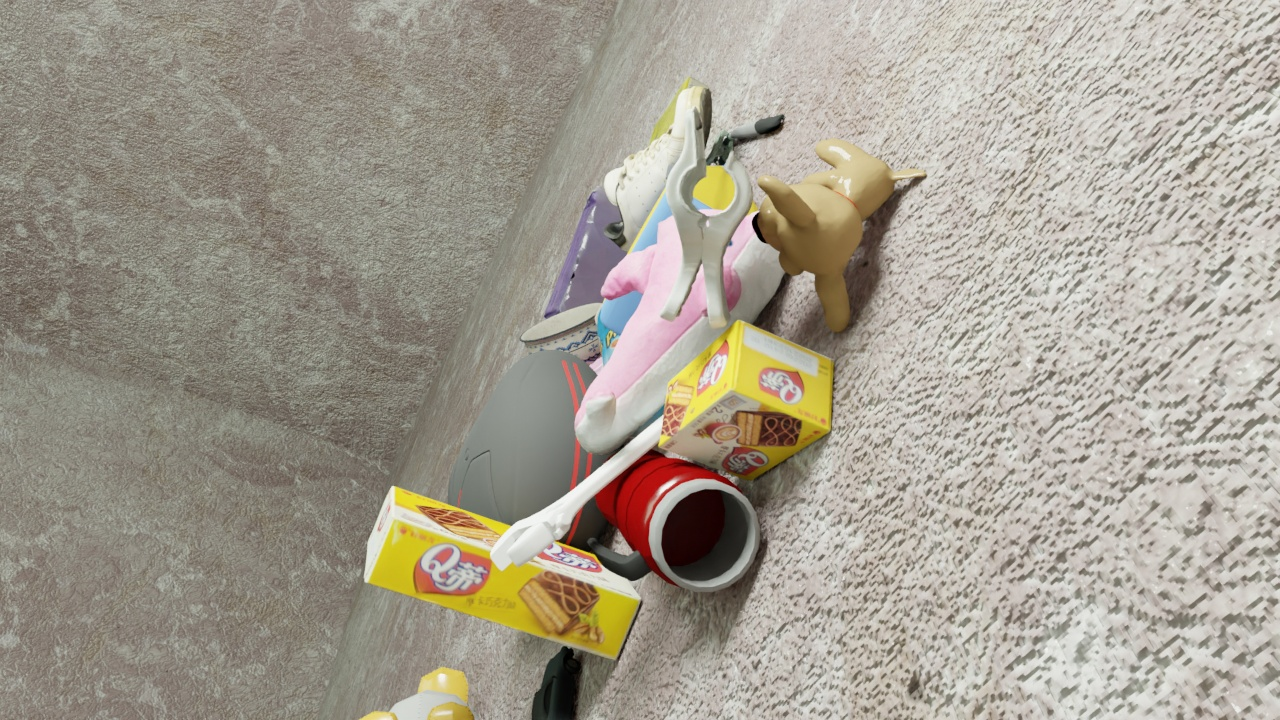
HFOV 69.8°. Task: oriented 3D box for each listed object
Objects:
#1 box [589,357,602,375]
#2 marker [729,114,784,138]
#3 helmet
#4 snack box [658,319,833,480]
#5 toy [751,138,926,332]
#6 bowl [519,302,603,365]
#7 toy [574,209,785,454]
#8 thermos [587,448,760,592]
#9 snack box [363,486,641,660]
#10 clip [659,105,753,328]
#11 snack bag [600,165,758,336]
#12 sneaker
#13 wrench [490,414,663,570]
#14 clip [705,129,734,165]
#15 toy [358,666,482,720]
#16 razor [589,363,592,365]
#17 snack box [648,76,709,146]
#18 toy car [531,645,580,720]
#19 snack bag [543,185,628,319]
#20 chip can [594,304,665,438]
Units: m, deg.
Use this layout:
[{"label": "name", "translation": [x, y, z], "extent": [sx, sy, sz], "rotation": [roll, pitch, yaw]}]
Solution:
[{"label": "box", "translation": [-0.111, 0.066, 1.126], "extent": [0.201, 0.045, 0.155], "rotation": [-36, -3, -5]}, {"label": "marker", "translation": [0.126, -0.254, 0.998], "extent": [0.022, 0.016, 0.138], "rotation": [-37, 15, -5]}, {"label": "helmet", "translation": [-0.102, 0.120, 0.957], "extent": [0.170, 0.164, 0.264], "rotation": [-5, 74, 59]}, {"label": "snack box", "translation": [0.075, 0.032, 0.661], "extent": [0.106, 0.083, 0.061], "rotation": [-45, 29, 51]}, {"label": "toy", "translation": [0.134, -0.106, 0.656], "extent": [0.108, 0.134, 0.106], "rotation": [-46, 33, -21]}, {"label": "bowl", "translation": [-0.087, -0.023, 1.148], "extent": [0.115, 0.059, 0.115], "rotation": [-20, 15, 6]}, {"label": "toy", "translation": [0.020, -0.041, 0.780], "extent": [0.265, 0.128, 0.187], "rotation": [-50, -13, -9]}, {"label": "thermos", "translation": [0.011, 0.124, 0.717], "extent": [0.108, 0.084, 0.199], "rotation": [-34, 10, -11]}, {"label": "snack box", "translation": [-0.124, 0.188, 0.820], "extent": [0.061, 0.230, 0.110], "rotation": [-68, 16, 0]}, {"label": "clip", "translation": [0.055, -0.095, 0.638], "extent": [0.125, 0.092, 0.151], "rotation": [-40, -54, -78]}, {"label": "snack bag", "translation": [0.047, -0.113, 0.933], "extent": [0.159, 0.102, 0.204], "rotation": [-59, 6, 26]}, {"label": "sneaker", "translation": [0.014, -0.218, 1.066], "extent": [0.242, 0.102, 0.088], "rotation": [108, -179, -45]}, {"label": "wrench", "translation": [-0.006, 0.072, 0.726], "extent": [0.272, 0.018, 0.066], "rotation": [-38, 8, -18]}, {"label": "clip", "translation": [0.093, -0.235, 1.054], "extent": [0.023, 0.035, 0.074], "rotation": [-51, 17, 47]}, {"label": "toy", "translation": [-0.226, 0.441, 0.999], "extent": [0.268, 0.141, 0.246], "rotation": [94, 169, -59]}, {"label": "razor", "translation": [-0.094, 0.022, 1.262], "extent": [0.156, 0.060, 0.057], "rotation": [102, -167, -58]}, {"label": "snack box", "translation": [0.044, -0.288, 1.245], "extent": [0.122, 0.045, 0.180], "rotation": [-50, 21, 50]}, {"label": "toy car", "translation": [-0.083, 0.324, 0.859], "extent": [0.046, 0.034, 0.111], "rotation": [-54, 21, 39]}, {"label": "snack bag", "translation": [-0.053, -0.128, 1.246], "extent": [0.058, 0.096, 0.205], "rotation": [-13, 57, 71]}, {"label": "chip can", "translation": [-0.006, 0.006, 0.966], "extent": [0.080, 0.079, 0.229], "rotation": [-61, 18, 21]}]
